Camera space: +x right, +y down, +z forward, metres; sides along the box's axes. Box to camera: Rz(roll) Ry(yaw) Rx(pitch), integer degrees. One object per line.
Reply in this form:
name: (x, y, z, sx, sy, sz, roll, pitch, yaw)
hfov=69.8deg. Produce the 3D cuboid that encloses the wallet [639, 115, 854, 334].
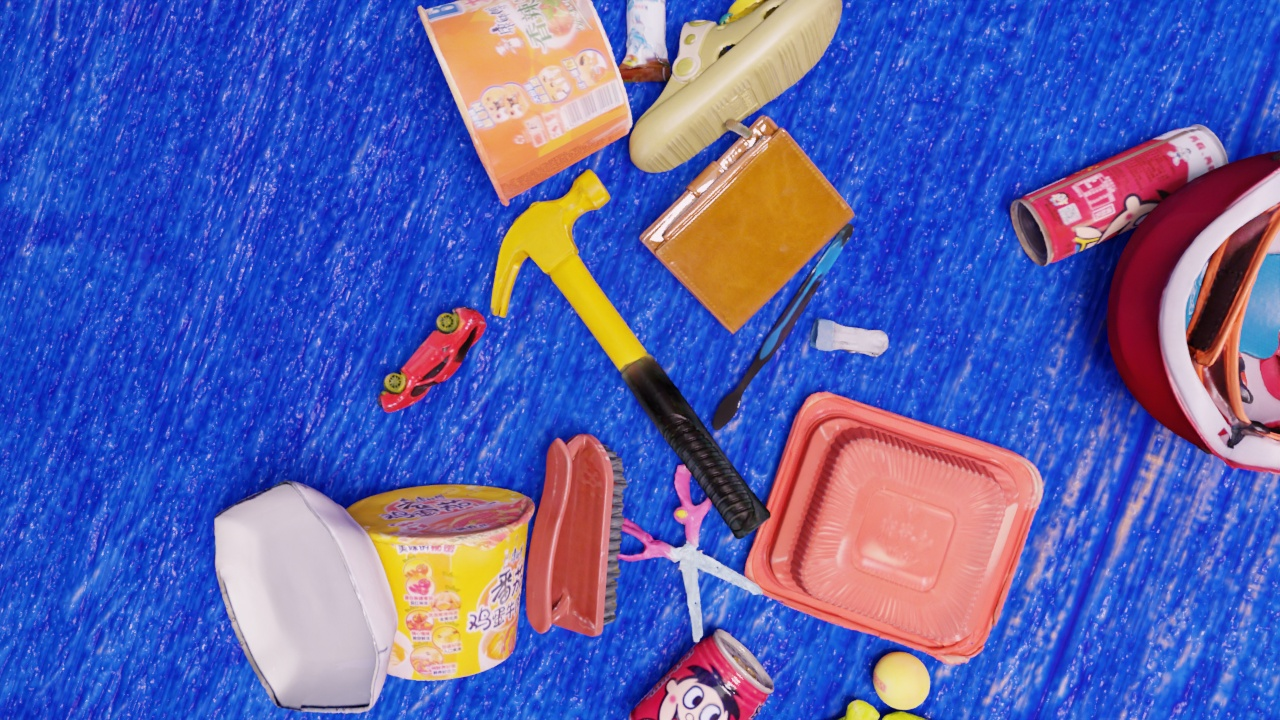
wallet: (0.077, -0.104, 0.682, 0.131, 0.035, 0.119, -44, 106, 5)

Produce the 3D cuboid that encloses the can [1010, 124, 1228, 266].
can: (0.340, -0.118, 0.656, 0.133, 0.053, 0.053, -24, 86, 6)

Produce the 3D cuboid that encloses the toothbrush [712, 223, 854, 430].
toothbrush: (0.110, -0.025, 0.705, 0.014, 0.016, 0.189, 34, 90, 15)

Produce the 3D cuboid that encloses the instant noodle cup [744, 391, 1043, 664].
instant noodle cup: (0.184, 0.124, 0.658, 0.189, 0.079, 0.164, 17, 91, 6)

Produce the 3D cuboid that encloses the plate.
plate: (-0.244, 0.170, 0.663, 0.267, 0.034, 0.162, -24, 85, 47)

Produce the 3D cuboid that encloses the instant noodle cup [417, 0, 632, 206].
instant noodle cup: (-0.079, -0.202, 0.668, 0.111, 0.151, 0.151, -23, 86, -2)

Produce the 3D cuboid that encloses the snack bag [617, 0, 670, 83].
snack bag: (0.004, -0.269, 0.714, 0.048, 0.026, 0.104, 4, 89, 19)

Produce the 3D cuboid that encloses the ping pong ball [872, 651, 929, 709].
ping pong ball: (0.191, 0.235, 0.674, 0.040, 0.040, 0.040, 0, 89, 7)

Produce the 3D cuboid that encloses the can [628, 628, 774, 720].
can: (0.046, 0.253, 0.678, 0.066, 0.066, 0.094, 44, 94, 6)

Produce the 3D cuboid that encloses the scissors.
scissors: (0.028, 0.145, 0.695, 0.130, 0.017, 0.133, -9, 72, 13)

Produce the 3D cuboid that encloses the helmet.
helmet: (0.419, -0.036, 0.603, 0.240, 0.144, 0.207, 5, 100, -10)

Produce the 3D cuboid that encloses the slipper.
slipper: (0.058, -0.220, 0.676, 0.191, 0.091, 0.081, -38, 82, 7)

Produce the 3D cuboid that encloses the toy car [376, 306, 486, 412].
toy car: (-0.163, 0.002, 0.717, 0.031, 0.049, 0.106, 44, 93, 7)

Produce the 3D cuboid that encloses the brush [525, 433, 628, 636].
brush: (-0.050, 0.127, 0.684, 0.063, 0.069, 0.146, 5, 89, 37)

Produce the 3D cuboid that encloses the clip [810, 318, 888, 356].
clip: (0.159, -0.016, 0.694, 0.058, 0.043, 0.027, 11, 87, -1)

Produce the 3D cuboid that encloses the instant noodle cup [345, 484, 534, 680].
instant noodle cup: (-0.147, 0.161, 0.675, 0.138, 0.138, 0.110, 2, 97, 7)

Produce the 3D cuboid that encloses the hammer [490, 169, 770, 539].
hammer: (-0.004, 0.004, 0.697, 0.129, 0.033, 0.300, -38, 80, 6)

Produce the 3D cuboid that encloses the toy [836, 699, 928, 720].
toy: (0.188, 0.291, 0.677, 0.100, 0.031, 0.097, -18, 96, 12)
